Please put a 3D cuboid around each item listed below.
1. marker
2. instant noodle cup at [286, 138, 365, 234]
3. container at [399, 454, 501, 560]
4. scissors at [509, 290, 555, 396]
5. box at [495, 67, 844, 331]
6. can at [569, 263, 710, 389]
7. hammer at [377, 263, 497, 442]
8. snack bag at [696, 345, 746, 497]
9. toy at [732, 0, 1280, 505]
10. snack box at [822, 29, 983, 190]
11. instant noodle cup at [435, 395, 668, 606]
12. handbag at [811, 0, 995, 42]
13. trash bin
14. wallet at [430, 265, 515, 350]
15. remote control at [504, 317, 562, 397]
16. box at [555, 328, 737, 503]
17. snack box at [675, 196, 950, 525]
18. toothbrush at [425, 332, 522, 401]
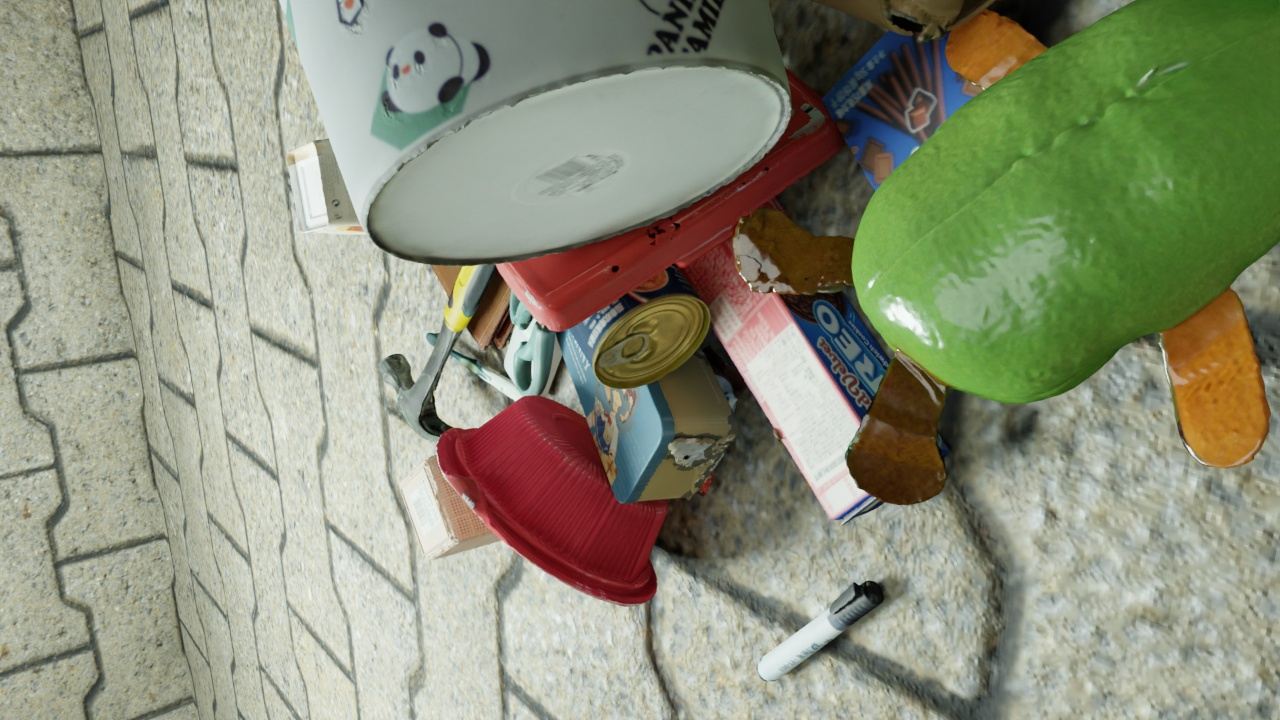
[{"bbox_3d":[0.111,0.175,0.588,0.022,0.018,0.131,27,134,-8],"label":"marker"},{"bbox_3d":[-0.253,-0.165,0.860,0.116,0.124,0.116,2,103,52],"label":"instant noodle cup"},{"bbox_3d":[-0.143,0.120,0.819,0.090,0.110,0.090,-37,72,50],"label":"container"},{"bbox_3d":[-0.072,-0.019,0.678,0.180,0.019,0.139,176,93,-70],"label":"scissors"},{"bbox_3d":[-0.006,-0.117,0.521,0.157,0.201,0.038,51,170,30],"label":"box"},{"bbox_3d":[-0.018,-0.048,0.551,0.111,0.075,0.075,58,139,32],"label":"can"},{"bbox_3d":[-0.153,-0.047,0.798,0.126,0.031,0.324,53,133,22],"label":"hammer"},{"bbox_3d":[0.045,0.043,0.626,0.045,0.026,0.105,46,131,41],"label":"snack bag"},{"bbox_3d":[0.161,-0.056,0.356,0.247,0.090,0.226,-35,58,27],"label":"toy"},{"bbox_3d":[0.157,-0.092,0.441,0.085,0.026,0.157,-42,68,47],"label":"snack box"},{"bbox_3d":[-0.050,0.088,0.664,0.066,0.193,0.194,-53,54,9],"label":"instant noodle cup"},{"bbox_3d":[0.100,-0.235,0.409,0.204,0.099,0.148,46,134,47],"label":"handbag"},{"bbox_3d":[-0.059,-0.191,0.399,0.230,0.229,0.251,-28,77,52],"label":"trash bin"},{"bbox_3d":[-0.142,-0.085,0.823,0.124,0.032,0.101,57,136,22],"label":"wallet"},{"bbox_3d":[-0.082,-0.027,0.770,0.056,0.020,0.136,49,135,29],"label":"remote control"},{"bbox_3d":[-0.004,0.004,0.624,0.184,0.059,0.090,63,142,37],"label":"box"},{"bbox_3d":[0.089,-0.011,0.530,0.207,0.057,0.058,61,138,20],"label":"snack box"},{"bbox_3d":[-0.152,0.007,0.876,0.192,0.018,0.016,27,121,42],"label":"toothbrush"}]
